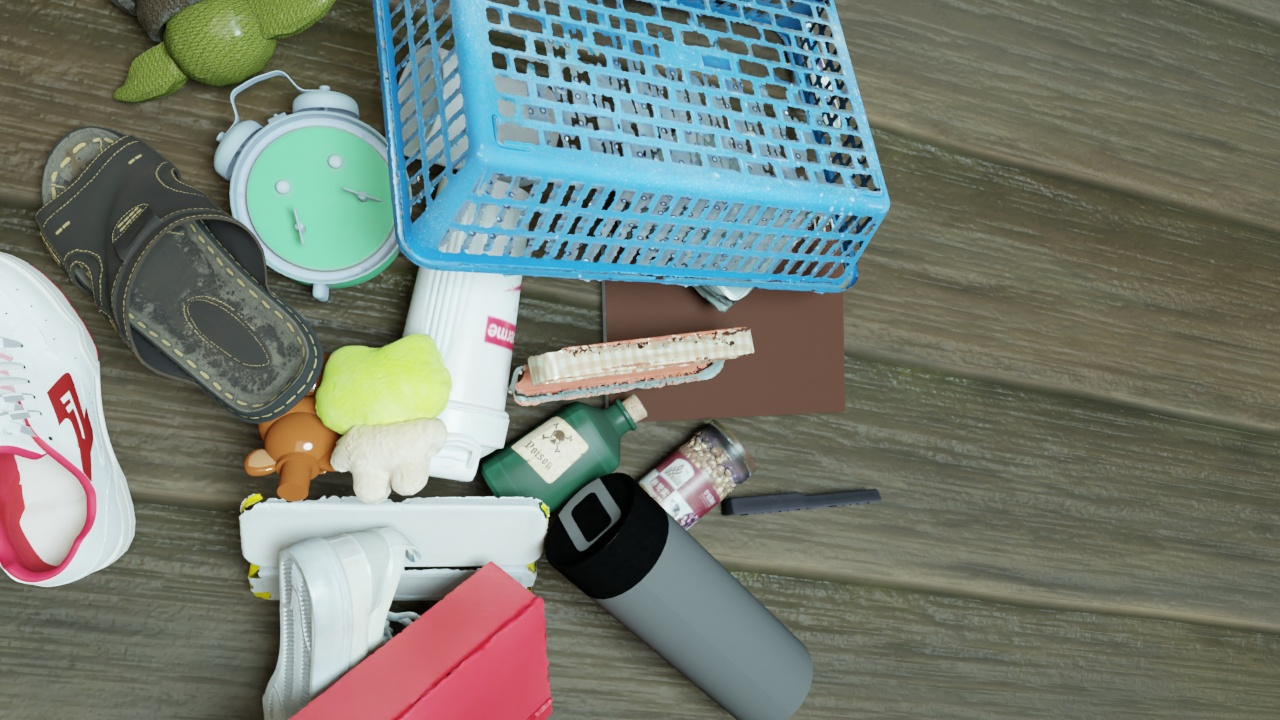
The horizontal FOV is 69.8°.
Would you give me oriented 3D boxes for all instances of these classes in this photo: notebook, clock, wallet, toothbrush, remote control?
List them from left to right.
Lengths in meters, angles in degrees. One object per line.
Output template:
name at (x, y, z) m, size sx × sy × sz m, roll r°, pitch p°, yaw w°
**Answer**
clock at (-0.239, -0.132, 0.666) m, size 0.121 × 0.075 × 0.161 m, roll -30°, pitch 96°, yaw -12°
wallet at (0.052, -0.113, 0.725) m, size 0.131 × 0.054 × 0.100 m, roll 42°, pitch 77°, yaw -1°
notebook at (0.072, -0.038, 0.772) m, size 0.209 × 0.022 × 0.171 m, roll -2°, pitch 92°, yaw -14°
remote control at (0.138, 0.120, 0.784) m, size 0.136 × 0.032 × 0.015 m, roll -3°, pitch 80°, yaw -14°
toothbrush at (0.144, -0.288, 0.789) m, size 0.016 × 0.017 × 0.189 m, roll -18°, pitch 94°, yaw -14°

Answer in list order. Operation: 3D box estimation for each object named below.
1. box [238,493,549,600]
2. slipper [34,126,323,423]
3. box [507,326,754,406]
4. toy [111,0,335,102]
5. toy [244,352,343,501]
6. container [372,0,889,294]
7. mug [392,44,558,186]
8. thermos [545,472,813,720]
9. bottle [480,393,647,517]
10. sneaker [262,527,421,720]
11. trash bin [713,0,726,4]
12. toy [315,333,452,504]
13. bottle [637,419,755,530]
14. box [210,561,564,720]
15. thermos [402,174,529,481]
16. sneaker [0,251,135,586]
box at (-0.176, 0.140, 0.668) m, size 0.209 × 0.130 × 0.036 m, roll 4°, pitch 45°, yaw -13°
slipper at (-0.319, -0.066, 0.615) m, size 0.268 × 0.076 × 0.113 m, roll 43°, pitch 80°, yaw 13°
box at (-0.005, 0.002, 0.688) m, size 0.186 × 0.083 × 0.042 m, roll -7°, pitch 83°, yaw -28°
toy at (-0.313, -0.271, 0.645) m, size 0.179 × 0.078 × 0.153 m, roll -20°, pitch 100°, yaw 11°
toy at (-0.232, 0.047, 0.645) m, size 0.095 × 0.127 × 0.065 m, roll -3°, pitch 135°, yaw -8°
container at (0.011, -0.187, 0.638) m, size 0.361 × 0.089 × 0.257 m, roll 0°, pitch 69°, yaw -29°
mug at (-0.127, -0.190, 0.685) m, size 0.096 × 0.111 × 0.079 m, roll 8°, pitch 132°, yaw -40°
thermos at (0.034, 0.185, 0.693) m, size 0.082 × 0.082 × 0.240 m, roll -48°, pitch 120°, yaw -9°
bottle at (-0.054, 0.070, 0.715) m, size 0.131 × 0.061 × 0.061 m, roll -33°, pitch 96°, yaw -7°
sneaker at (-0.204, 0.216, 0.643) m, size 0.090 × 0.089 × 0.243 m, roll -11°, pitch 129°, yaw -41°
trash bin at (0.007, -0.371, 0.692) m, size 0.171 × 0.140 × 0.139 m, roll 4°, pitch 89°, yaw -14°
toy at (-0.168, 0.038, 0.606) m, size 0.092 × 0.046 × 0.115 m, roll -11°, pitch 66°, yaw 0°
bottle at (0.037, 0.102, 0.745) m, size 0.105 × 0.056 × 0.056 m, roll -39°, pitch 99°, yaw -11°
box at (-0.155, 0.250, 0.616) m, size 0.214 × 0.154 × 0.164 m, roll -33°, pitch 96°, yaw -36°
thermos at (-0.135, -0.023, 0.684) m, size 0.099 × 0.099 × 0.220 m, roll 10°, pitch 84°, yaw -14°
sneaker at (-0.416, 0.037, 0.609) m, size 0.090 × 0.104 × 0.236 m, roll -15°, pitch 93°, yaw -14°
